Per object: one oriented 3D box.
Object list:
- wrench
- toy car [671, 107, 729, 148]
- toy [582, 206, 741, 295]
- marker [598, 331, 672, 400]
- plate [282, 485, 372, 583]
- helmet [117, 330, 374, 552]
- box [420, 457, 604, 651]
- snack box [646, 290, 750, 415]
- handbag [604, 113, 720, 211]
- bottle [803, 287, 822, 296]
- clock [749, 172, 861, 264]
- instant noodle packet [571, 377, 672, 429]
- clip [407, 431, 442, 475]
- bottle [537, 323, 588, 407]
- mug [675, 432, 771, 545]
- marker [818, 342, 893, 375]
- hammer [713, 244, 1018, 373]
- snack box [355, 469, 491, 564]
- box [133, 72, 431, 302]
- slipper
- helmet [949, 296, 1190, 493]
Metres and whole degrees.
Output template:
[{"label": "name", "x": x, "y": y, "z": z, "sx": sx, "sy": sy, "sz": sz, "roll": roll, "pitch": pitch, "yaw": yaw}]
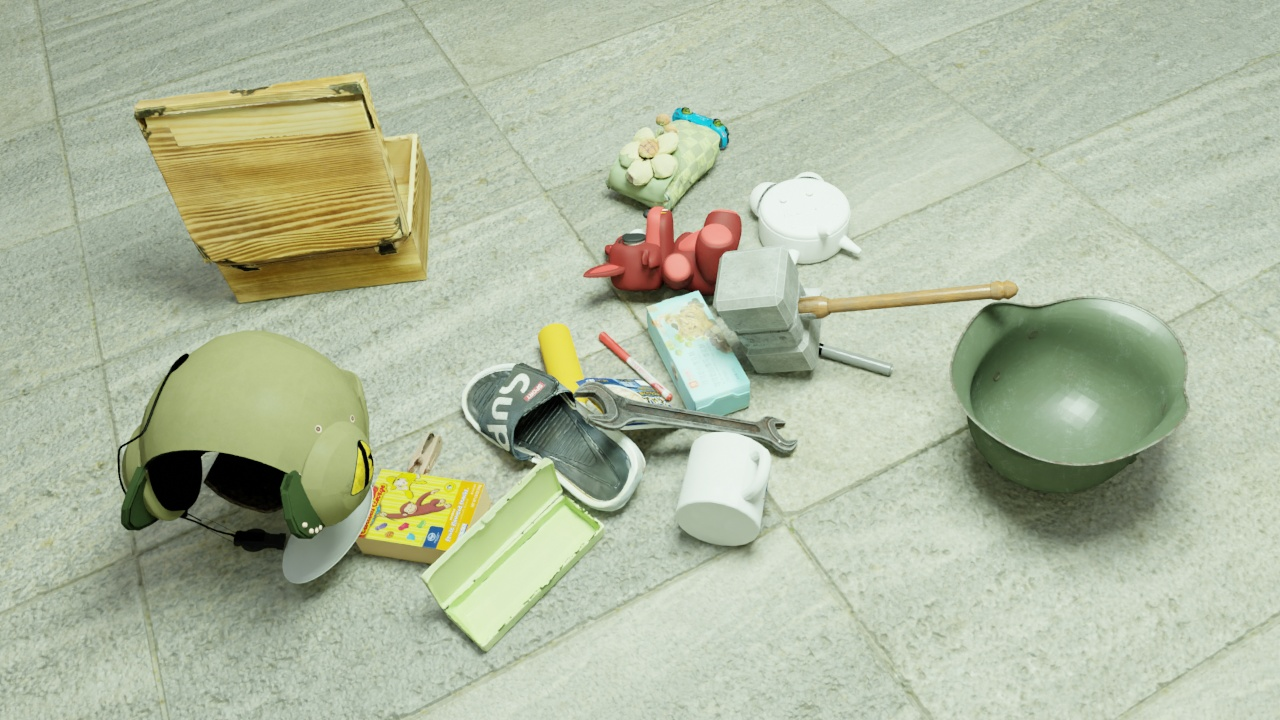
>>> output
[{"label": "wrench", "x": 0.056, "y": 0.068, "z": 1.052, "sx": 0.273, "sy": 0.010, "sz": 0.070, "roll": 10, "pitch": 40, "yaw": -18}, {"label": "toy car", "x": 0.091, "y": -0.365, "z": 1.453, "sx": 0.105, "sy": 0.048, "sz": 0.032, "roll": 29, "pitch": 62, "yaw": 24}, {"label": "toy", "x": 0.035, "y": -0.145, "z": 1.233, "sx": 0.197, "sy": 0.121, "sz": 0.158, "roll": -1, "pitch": 25, "yaw": 11}, {"label": "marker", "x": -0.007, "y": 0.007, "z": 1.177, "sx": 0.012, "sy": 0.013, "sz": 0.142, "roll": -34, "pitch": 56, "yaw": -21}, {"label": "plate", "x": -0.346, "y": 0.190, "z": 1.025, "sx": 0.135, "sy": 0.011, "sz": 0.134, "roll": -26, "pitch": 38, "yaw": 22}, {"label": "helmet", "x": -0.395, "y": 0.092, "z": 0.970, "sx": 0.250, "sy": 0.256, "sz": 0.232, "roll": 2, "pitch": 54, "yaw": 5}, {"label": "box", "x": -0.129, "y": 0.209, "z": 0.979, "sx": 0.082, "sy": 0.098, "sz": 0.187, "roll": 32, "pitch": 63, "yaw": 28}, {"label": "snack box", "x": 0.070, "y": -0.006, "z": 1.154, "sx": 0.075, "sy": 0.053, "sz": 0.174, "roll": -18, "pitch": 50, "yaw": -9}, {"label": "handbag", "x": 0.037, "y": -0.308, "z": 1.365, "sx": 0.113, "sy": 0.117, "sz": 0.186, "roll": 27, "pitch": 60, "yaw": 25}, {"label": "bottle", "x": 0.168, "y": -0.075, "z": 1.207, "sx": 0.136, "sy": 0.044, "sz": 0.044, "roll": 2, "pitch": 51, "yaw": 7}, {"label": "clock", "x": 0.229, "y": -0.205, "z": 1.290, "sx": 0.125, "sy": 0.073, "sz": 0.160, "roll": -16, "pitch": 51, "yaw": -8}, {"label": "instant noodle packet", "x": -0.011, "y": 0.052, "z": 1.090, "sx": 0.134, "sy": 0.026, "sz": 0.087, "roll": 3, "pitch": 33, "yaw": -50}, {"label": "clip", "x": -0.256, "y": 0.115, "z": 1.103, "sx": 0.061, "sy": 0.026, "sz": 0.049, "roll": -33, "pitch": 56, "yaw": -18}, {"label": "bottle", "x": -0.095, "y": 0.018, "z": 1.155, "sx": 0.043, "sy": 0.043, "sz": 0.143, "roll": -14, "pitch": 51, "yaw": -7}, {"label": "mug", "x": 0.099, "y": 0.134, "z": 0.994, "sx": 0.091, "sy": 0.122, "sz": 0.089, "roll": 30, "pitch": 51, "yaw": -16}, {"label": "marker", "x": 0.249, "y": -0.008, "z": 1.163, "sx": 0.140, "sy": 0.016, "sz": 0.016, "roll": 18, "pitch": 54, "yaw": 18}, {"label": "hammer", "x": 0.261, "y": -0.066, "z": 1.050, "sx": 0.318, "sy": 0.163, "sz": 0.082, "roll": -4, "pitch": 59, "yaw": 26}, {"label": "snack box", "x": -0.245, "y": 0.179, "z": 1.038, "sx": 0.126, "sy": 0.040, "sz": 0.088, "roll": 6, "pitch": 51, "yaw": 10}, {"label": "box", "x": -0.457, "y": -0.260, "z": 1.237, "sx": 0.279, "sy": 0.337, "sz": 0.286, "roll": -7, "pitch": 52, "yaw": -3}, {"label": "slipper", "x": -0.113, "y": 0.078, "z": 1.074, "sx": 0.264, "sy": 0.063, "sz": 0.111, "roll": 34, "pitch": 90, "yaw": 25}, {"label": "helmet", "x": 0.465, "y": 0.047, "z": 1.006, "sx": 0.267, "sy": 0.154, "sz": 0.227, "roll": -38, "pitch": 53, "yaw": -18}]
